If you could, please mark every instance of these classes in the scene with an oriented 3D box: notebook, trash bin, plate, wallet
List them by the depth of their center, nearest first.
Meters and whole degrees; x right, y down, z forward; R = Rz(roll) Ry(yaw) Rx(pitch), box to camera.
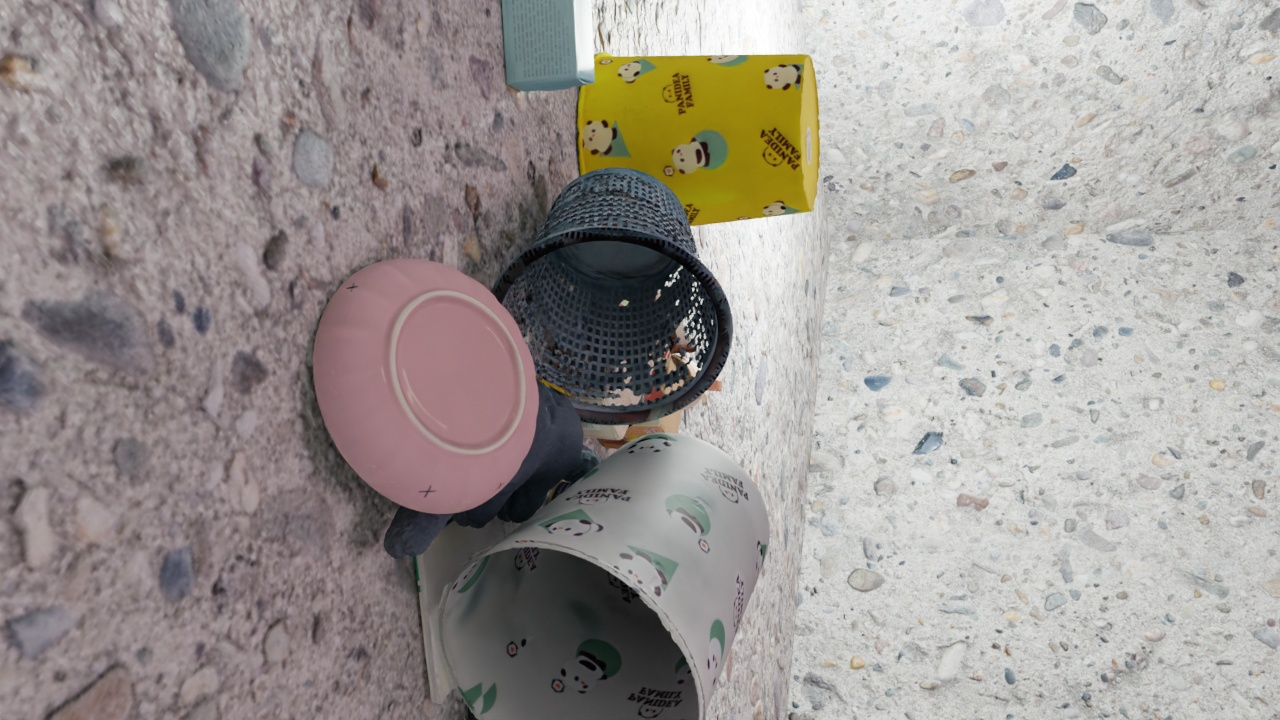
[{"bbox_3d":[-0.140,0.012,0.663,0.192,0.039,0.192,24,57,-43],"label":"plate"},{"bbox_3d":[-0.008,0.196,0.801,0.251,0.230,0.230,-40,128,-58],"label":"trash bin"},{"bbox_3d":[-0.143,0.190,0.836,0.208,0.012,0.150,-30,118,-71],"label":"notebook"},{"bbox_3d":[-0.025,-0.081,0.909,0.194,0.227,0.227,-87,166,-51],"label":"trash bin"},{"bbox_3d":[0.081,-0.268,1.123,0.229,0.256,0.229,1,89,-73],"label":"trash bin"},{"bbox_3d":[0.031,-0.064,1.261,0.124,0.032,0.101,62,15,7],"label":"wallet"}]

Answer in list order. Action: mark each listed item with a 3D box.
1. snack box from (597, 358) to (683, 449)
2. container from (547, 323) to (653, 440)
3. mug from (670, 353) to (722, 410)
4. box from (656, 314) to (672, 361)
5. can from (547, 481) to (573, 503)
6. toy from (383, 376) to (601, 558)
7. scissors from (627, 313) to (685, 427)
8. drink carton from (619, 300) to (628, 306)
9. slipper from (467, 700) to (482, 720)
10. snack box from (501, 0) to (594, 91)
[{"bbox_3d":[-0.004,0.054,1.130,0.077,0.094,0.092,60,36,-57],"label":"snack box"},{"bbox_3d":[-0.048,0.021,1.007,0.090,0.090,0.110,73,28,-44],"label":"container"},{"bbox_3d":[0.059,0.032,1.296,0.105,0.115,0.081,10,82,-74],"label":"mug"},{"bbox_3d":[-0.010,-0.027,1.184,0.086,0.076,0.163,61,-6,38],"label":"box"},{"bbox_3d":[-0.038,0.172,1.000,0.075,0.111,0.075,1,89,-72],"label":"can"},{"bbox_3d":[-0.109,0.081,0.805,0.355,0.091,0.138,4,89,-69],"label":"toy"},{"bbox_3d":[0.001,0.012,1.082,0.014,0.165,0.162,48,19,-36],"label":"scissors"},{"bbox_3d":[-0.039,-0.071,1.083,0.045,0.053,0.122,6,85,-74],"label":"drink carton"},{"bbox_3d":[-0.089,0.282,0.924,0.267,0.083,0.111,-32,116,-48],"label":"slipper"},{"bbox_3d":[-0.090,-0.351,0.878,0.051,0.074,0.175,-28,117,-69],"label":"snack box"}]
